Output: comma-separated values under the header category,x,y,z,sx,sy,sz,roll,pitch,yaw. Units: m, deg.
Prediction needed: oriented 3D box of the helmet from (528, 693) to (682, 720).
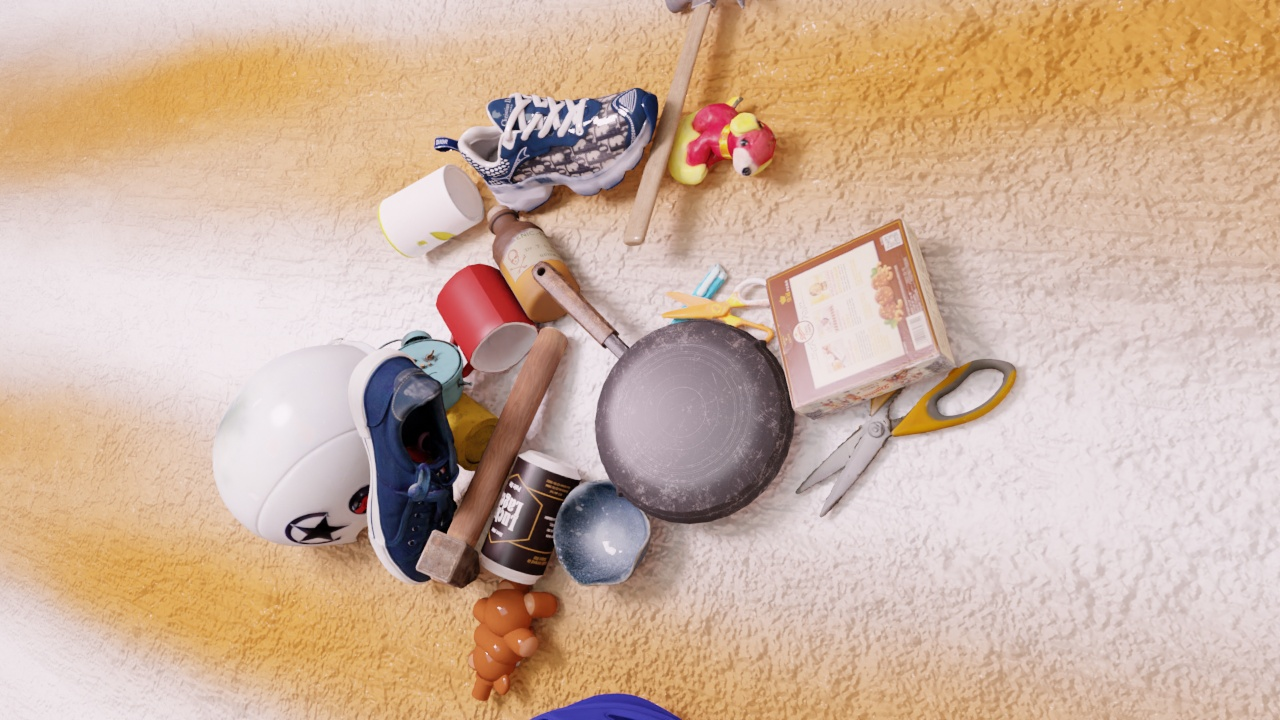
category,x,y,z,sx,sy,sz,roll,pitch,yaw
helmet,-0.074,0.387,0.798,0.242,0.227,0.147,-31,73,21

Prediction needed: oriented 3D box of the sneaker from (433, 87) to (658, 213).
category,x,y,z,sx,sy,sz,roll,pitch,yaw
sneaker,-0.107,-0.252,1.020,0.270,0.132,0.103,-11,62,40

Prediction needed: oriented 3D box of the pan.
category,x,y,z,sx,sy,sz,roll,pitch,yaw
pan,-0.005,0.005,0.914,0.208,0.040,0.357,-48,65,3

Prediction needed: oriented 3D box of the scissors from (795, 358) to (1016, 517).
category,x,y,z,sx,sy,sz,roll,pitch,yaw
scissors,0.223,0.042,0.843,0.226,0.016,0.166,-37,61,17

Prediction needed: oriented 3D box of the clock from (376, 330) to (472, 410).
category,x,y,z,sx,sy,sz,roll,pitch,yaw
clock,-0.252,0.013,1.035,0.124,0.053,0.089,29,52,31

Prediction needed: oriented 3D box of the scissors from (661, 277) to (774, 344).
category,x,y,z,sx,sy,sz,roll,pitch,yaw
scissors,0.082,-0.062,0.944,0.133,0.012,0.084,20,86,22

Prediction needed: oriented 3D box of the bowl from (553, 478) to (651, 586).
category,x,y,z,sx,sy,sz,roll,pitch,yaw
bowl,-0.030,0.176,0.931,0.111,0.055,0.110,-9,72,28

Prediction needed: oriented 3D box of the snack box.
category,x,y,z,sx,sy,sz,roll,pitch,yaw
snack box,0.198,-0.037,0.848,0.147,0.041,0.143,-24,60,30

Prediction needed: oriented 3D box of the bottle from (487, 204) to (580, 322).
category,x,y,z,sx,sy,sz,roll,pitch,yaw
bottle,-0.133,-0.120,1.064,0.068,0.067,0.157,-42,60,14

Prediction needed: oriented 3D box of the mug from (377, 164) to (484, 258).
category,x,y,z,sx,sy,sz,roll,pitch,yaw
mug,-0.262,-0.187,1.149,0.106,0.082,0.082,-24,66,22

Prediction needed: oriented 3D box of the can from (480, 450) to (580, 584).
category,x,y,z,sx,sy,sz,roll,pitch,yaw
can,-0.117,0.165,0.974,0.072,0.072,0.128,20,87,33

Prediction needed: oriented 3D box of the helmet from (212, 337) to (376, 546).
category,x,y,z,sx,sy,sz,roll,pitch,yaw
helmet,-0.405,0.096,1.084,0.265,0.163,0.236,-49,58,29

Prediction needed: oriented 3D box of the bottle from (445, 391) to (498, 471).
category,x,y,z,sx,sy,sz,roll,pitch,yaw
bottle,-0.235,0.059,1.076,0.164,0.071,0.071,31,93,33

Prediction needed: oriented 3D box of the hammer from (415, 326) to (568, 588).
category,x,y,z,sx,sy,sz,roll,pitch,yaw
hammer,-0.149,0.100,0.997,0.037,0.158,0.300,21,73,4

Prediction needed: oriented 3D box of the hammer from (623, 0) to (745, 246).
category,x,y,z,sx,sy,sz,roll,pitch,yaw
hammer,0.034,-0.279,0.994,0.120,0.030,0.330,2,70,50

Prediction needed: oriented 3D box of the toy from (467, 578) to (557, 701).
category,x,y,z,sx,sy,sz,roll,pitch,yaw
toy,-0.142,0.297,0.970,0.095,0.065,0.128,24,98,41

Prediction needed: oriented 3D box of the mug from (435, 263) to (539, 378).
category,x,y,z,sx,sy,sz,roll,pitch,yaw
mug,-0.189,-0.038,1.069,0.117,0.080,0.096,-46,59,20

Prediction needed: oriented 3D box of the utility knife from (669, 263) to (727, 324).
category,x,y,z,sx,sy,sz,roll,pitch,yaw
utility knife,0.037,-0.036,0.972,0.022,0.015,0.158,42,97,32

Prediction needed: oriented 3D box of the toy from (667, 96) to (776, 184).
category,x,y,z,sx,sy,sz,roll,pitch,yaw
toy,0.086,-0.235,0.978,0.137,0.067,0.105,15,82,45

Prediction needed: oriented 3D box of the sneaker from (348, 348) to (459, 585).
category,x,y,z,sx,sy,sz,roll,pitch,yaw
sneaker,-0.223,0.135,0.957,0.127,0.120,0.295,23,129,29
